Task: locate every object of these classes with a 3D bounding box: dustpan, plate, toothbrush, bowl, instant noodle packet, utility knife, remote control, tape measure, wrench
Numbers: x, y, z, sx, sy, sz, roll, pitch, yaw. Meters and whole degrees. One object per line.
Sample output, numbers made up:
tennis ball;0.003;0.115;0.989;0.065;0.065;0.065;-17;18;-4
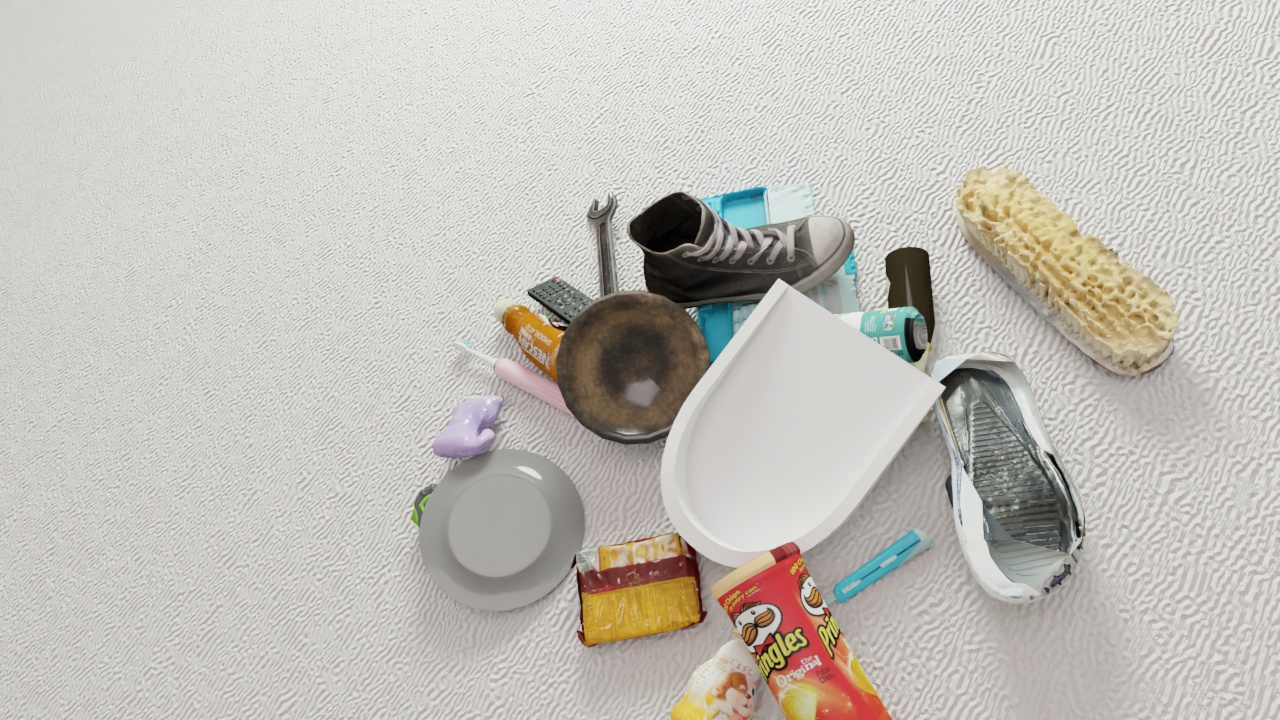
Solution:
dustpan;0.132;0.075;0.881;0.191;0.053;0.258;37;97;21
plate;-0.149;0.176;0.979;0.178;0.012;0.178;-2;63;3
toothbrush;-0.142;0.018;1.083;0.223;0.027;0.026;25;40;30
bowl;-0.006;0.006;0.981;0.162;0.070;0.162;0;94;5
instant noodle packet;-0.004;0.226;0.908;0.135;0.040;0.098;-14;58;11
utility knife;0.211;0.203;0.857;0.141;0.015;0.022;-36;82;0
remote control;-0.079;-0.060;1.086;0.047;0.022;0.150;-28;38;-23
tape measure;-0.220;0.170;1.022;0.065;0.036;0.058;40;90;29
wrench;-0.038;-0.096;1.103;0.070;0.010;0.272;-33;49;36

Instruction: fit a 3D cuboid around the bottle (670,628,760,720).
bottle;0.074;0.297;0.824;0.063;0.063;0.109;23;71;29

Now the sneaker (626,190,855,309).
sneaker;0.106;-0.128;0.977;0.235;0.120;0.095;-5;62;15

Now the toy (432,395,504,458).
toy;-0.191;0.076;1.048;0.080;0.036;0.099;-5;34;29

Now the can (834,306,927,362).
can;0.230;-0.022;0.916;0.102;0.055;0.054;-5;59;37

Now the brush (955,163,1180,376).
brush;0.420;-0.096;0.922;0.083;0.057;0.271;-32;56;-1

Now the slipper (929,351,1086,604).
slipper;0.329;0.105;0.842;0.111;0.063;0.263;-7;51;6

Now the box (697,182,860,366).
box;0.151;-0.104;1.037;0.182;0.039;0.226;-9;59;14

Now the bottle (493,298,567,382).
bottle;-0.118;-0.027;1.082;0.059;0.059;0.167;-47;49;-9

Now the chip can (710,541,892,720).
chip can;0.147;0.267;0.772;0.087;0.087;0.213;-30;71;2

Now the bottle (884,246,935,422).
bottle;0.280;-0.026;0.943;0.045;0.045;0.184;-5;68;17
